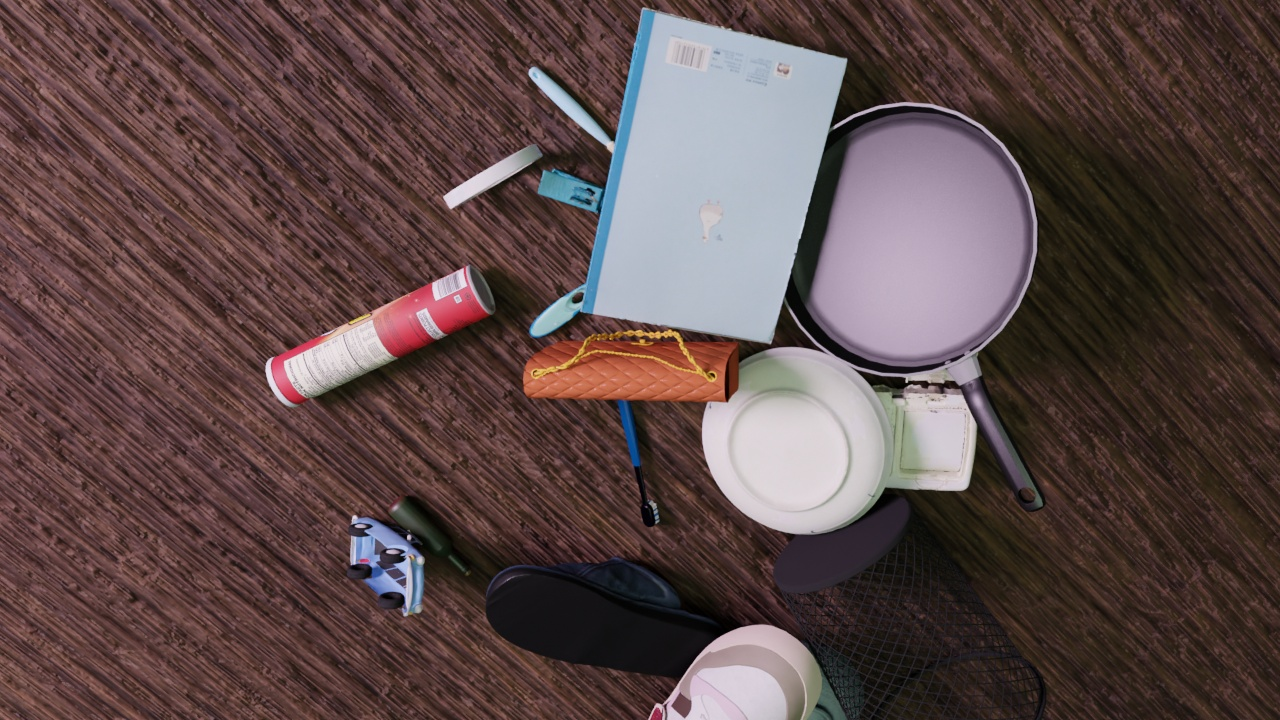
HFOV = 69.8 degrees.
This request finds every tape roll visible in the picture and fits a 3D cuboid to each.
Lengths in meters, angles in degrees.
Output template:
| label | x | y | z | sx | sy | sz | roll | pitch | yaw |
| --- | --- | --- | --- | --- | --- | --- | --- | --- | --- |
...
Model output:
| label | x | y | z | sx | sy | sz | roll | pitch | yaw |
| --- | --- | --- | --- | --- | --- | --- | --- | --- | --- |
| tape roll | -0.128 | -0.159 | 0.795 | 0.093 | 0.093 | 0.013 | -29 | 103 | 9 |

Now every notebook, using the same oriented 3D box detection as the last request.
| label | x | y | z | sx | sy | sz | roll | pitch | yaw |
| --- | --- | --- | --- | --- | --- | --- | --- | --- | --- |
| notebook | 0.060 | -0.147 | 0.778 | 0.181 | 0.009 | 0.254 | 9 | 106 | -14 |

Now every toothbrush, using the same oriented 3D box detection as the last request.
| label | x | y | z | sx | sy | sz | roll | pitch | yaw |
| --- | --- | --- | --- | --- | --- | --- | --- | --- | --- |
| toothbrush | -0.040 | -0.205 | 0.819 | 0.155 | 0.016 | 0.022 | 42 | 109 | -9 |
| toothbrush | -0.006 | 0.085 | 0.898 | 0.014 | 0.014 | 0.168 | -3 | 105 | 37 |
| toothbrush | -0.052 | -0.064 | 0.858 | 0.135 | 0.017 | 0.022 | -38 | 104 | 10 |

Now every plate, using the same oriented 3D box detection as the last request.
| label | x | y | z | sx | sy | sz | roll | pitch | yaw |
| --- | --- | --- | --- | --- | --- | --- | --- | --- | --- |
| plate | 0.139 | 0.080 | 0.849 | 0.182 | 0.034 | 0.182 | 6 | 104 | 23 |

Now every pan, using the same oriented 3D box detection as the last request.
| label | x | y | z | sx | sy | sz | roll | pitch | yaw |
| --- | --- | --- | --- | --- | --- | --- | --- | --- | --- |
| pan | 0.245 | -0.041 | 0.764 | 0.226 | 0.034 | 0.356 | -32 | 78 | 35 |

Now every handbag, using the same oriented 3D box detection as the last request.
| label | x | y | z | sx | sy | sz | roll | pitch | yaw |
| --- | --- | --- | --- | --- | --- | --- | --- | --- | --- |
| handbag | -0.005 | 0.005 | 0.811 | 0.172 | 0.108 | 0.060 | 1 | 100 | 13 |

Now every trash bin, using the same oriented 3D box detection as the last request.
| label | x | y | z | sx | sy | sz | roll | pitch | yaw |
| --- | --- | --- | --- | --- | --- | --- | --- | --- | --- |
| trash bin | 0.239 | 0.252 | 0.861 | 0.184 | 0.184 | 0.210 | -31 | 96 | 9 |

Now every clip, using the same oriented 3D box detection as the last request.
| label | x | y | z | sx | sy | sz | roll | pitch | yaw |
| --- | --- | --- | --- | --- | --- | --- | --- | --- | --- |
| clip | -0.026 | -0.135 | 0.797 | 0.130 | 0.120 | 0.030 | 16 | 106 | -16 |

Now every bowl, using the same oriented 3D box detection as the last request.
| label | x | y | z | sx | sy | sz | roll | pitch | yaw |
| --- | --- | --- | --- | --- | --- | --- | --- | --- | --- |
| bowl | 0.168 | 0.365 | 0.948 | 0.137 | 0.057 | 0.137 | 0 | 105 | 1 |

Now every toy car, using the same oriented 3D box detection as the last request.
| label | x | y | z | sx | sy | sz | roll | pitch | yaw |
| --- | --- | --- | --- | --- | --- | --- | --- | --- | --- |
| toy car | -0.239 | 0.192 | 0.878 | 0.054 | 0.153 | 0.056 | -1 | 98 | -36 |

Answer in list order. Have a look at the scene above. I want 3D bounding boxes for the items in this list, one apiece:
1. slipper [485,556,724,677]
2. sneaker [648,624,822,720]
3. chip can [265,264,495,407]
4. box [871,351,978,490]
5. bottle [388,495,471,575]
| label | x | y | z | sx | sy | sz | roll | pitch | yaw |
| --- | --- | --- | --- | --- | --- | --- | --- | --- | --- |
| slipper | -0.034 | 0.242 | 0.912 | 0.265 | 0.083 | 0.109 | 23 | 123 | -27 |
| sneaker | 0.053 | 0.367 | 0.880 | 0.111 | 0.116 | 0.295 | 46 | 123 | 13 |
| chip can | -0.242 | -0.023 | 0.857 | 0.215 | 0.051 | 0.052 | -24 | 103 | 8 |
| box | 0.236 | 0.035 | 0.844 | 0.143 | 0.044 | 0.184 | 1 | 111 | 11 |
| bottle | -0.210 | 0.179 | 0.925 | 0.025 | 0.025 | 0.106 | -41 | 100 | 11 |
